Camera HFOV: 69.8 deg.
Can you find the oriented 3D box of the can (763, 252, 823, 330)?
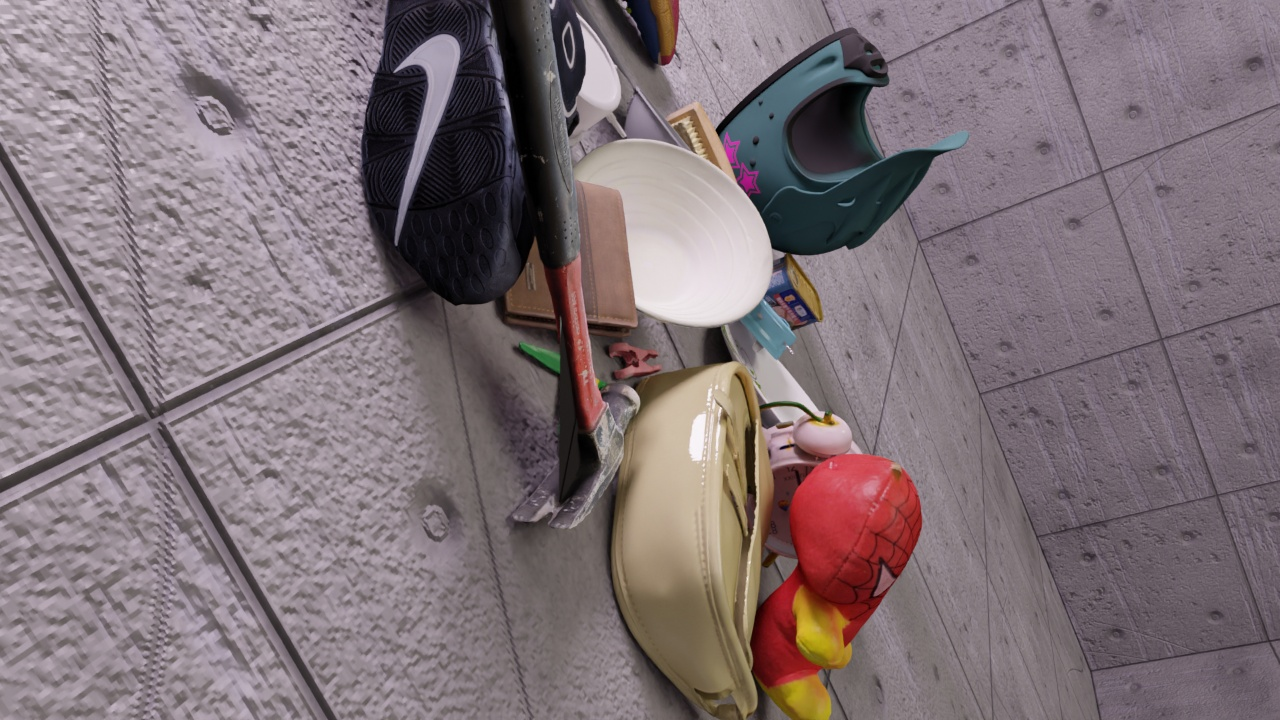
[{"bbox_3d":[0.168,-0.076,1.080,0.100,0.059,0.053,44,35,-43],"label":"can"}]

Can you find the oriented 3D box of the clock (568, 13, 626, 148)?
[{"bbox_3d":[-0.080,-0.227,0.691,0.159,0.061,0.119,26,47,-45],"label":"clock"}]

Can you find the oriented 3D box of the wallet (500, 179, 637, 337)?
[{"bbox_3d":[-0.053,-0.076,0.629,0.098,0.027,0.121,7,63,-31],"label":"wallet"}]

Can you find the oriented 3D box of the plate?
[{"bbox_3d":[0.143,0.052,0.931,0.229,0.030,0.229,46,15,-17],"label":"plate"}]

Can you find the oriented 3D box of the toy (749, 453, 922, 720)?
[{"bbox_3d":[0.151,0.169,0.717,0.147,0.099,0.217,-50,156,-65],"label":"toy"}]

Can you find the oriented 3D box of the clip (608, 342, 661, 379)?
[{"bbox_3d":[-0.006,-0.003,0.716,0.060,0.023,0.044,-37,106,-59],"label":"clip"}]

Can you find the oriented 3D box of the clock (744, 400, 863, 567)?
[{"bbox_3d":[0.136,0.101,0.797,0.058,0.117,0.158,-69,143,-62],"label":"clock"}]

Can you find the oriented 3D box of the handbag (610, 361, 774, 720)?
[{"bbox_3d":[0.054,0.118,0.667,0.191,0.089,0.232,61,26,-26],"label":"handbag"}]

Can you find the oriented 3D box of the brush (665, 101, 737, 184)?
[{"bbox_3d":[0.062,-0.213,0.984,0.039,0.049,0.117,-35,105,-41],"label":"brush"}]

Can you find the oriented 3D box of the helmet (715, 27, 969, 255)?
[{"bbox_3d":[0.213,-0.226,1.034,0.176,0.276,0.200,-24,83,-39],"label":"helmet"}]

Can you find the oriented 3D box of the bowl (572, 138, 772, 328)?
[{"bbox_3d":[0.014,-0.089,0.729,0.176,0.058,0.176,12,58,-19],"label":"bowl"}]

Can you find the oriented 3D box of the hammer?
[{"bbox_3d":[-0.046,-0.051,0.490,0.140,0.036,0.327,-63,154,-48],"label":"hammer"}]

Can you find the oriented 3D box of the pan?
[{"bbox_3d":[0.004,-0.232,0.858,0.356,0.051,0.200,51,12,-4],"label":"pan"}]

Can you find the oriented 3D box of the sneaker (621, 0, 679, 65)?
[{"bbox_3d":[-0.017,-0.422,0.962,0.242,0.091,0.116,73,22,-44],"label":"sneaker"}]

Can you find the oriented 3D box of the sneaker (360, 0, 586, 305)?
[{"bbox_3d":[-0.083,-0.144,0.564,0.150,0.097,0.252,26,62,-64],"label":"sneaker"}]

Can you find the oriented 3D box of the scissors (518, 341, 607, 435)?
[{"bbox_3d":[-0.046,0.001,0.638,0.125,0.011,0.130,31,45,-56],"label":"scissors"}]

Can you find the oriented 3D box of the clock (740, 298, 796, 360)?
[{"bbox_3d":[0.127,-0.042,0.978,0.087,0.042,0.123,47,10,-17],"label":"clock"}]
